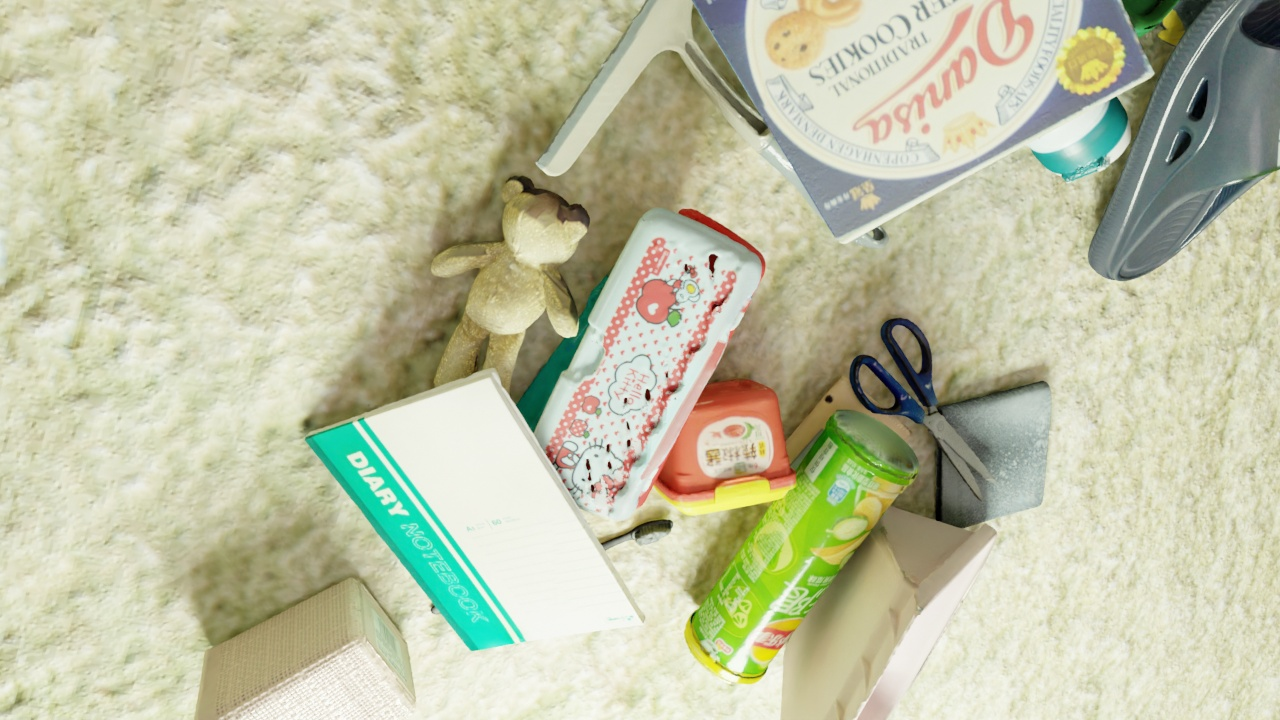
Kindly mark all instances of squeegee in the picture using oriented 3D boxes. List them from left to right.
[{"bbox_3d":[0.081,-0.149,0.590,0.246,0.039,0.246,37,79,-31],"label":"squeegee"}]

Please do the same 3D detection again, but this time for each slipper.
[{"bbox_3d":[0.392,-0.139,0.605,0.110,0.083,0.269,-19,144,-16],"label":"slipper"}]

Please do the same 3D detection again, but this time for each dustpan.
[{"bbox_3d":[0.200,0.221,0.675,0.139,0.272,0.223,22,111,0],"label":"dustpan"}]

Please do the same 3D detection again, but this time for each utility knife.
[{"bbox_3d":[-0.052,0.002,0.622,0.029,0.013,0.161,32,101,-22],"label":"utility knife"}]

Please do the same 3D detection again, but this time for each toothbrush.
[{"bbox_3d":[-0.063,0.154,0.676,0.189,0.016,0.014,-19,114,-7],"label":"toothbrush"}]

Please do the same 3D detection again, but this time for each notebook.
[{"bbox_3d":[-0.106,0.110,0.605,0.151,0.012,0.209,-17,116,24],"label":"notebook"}]

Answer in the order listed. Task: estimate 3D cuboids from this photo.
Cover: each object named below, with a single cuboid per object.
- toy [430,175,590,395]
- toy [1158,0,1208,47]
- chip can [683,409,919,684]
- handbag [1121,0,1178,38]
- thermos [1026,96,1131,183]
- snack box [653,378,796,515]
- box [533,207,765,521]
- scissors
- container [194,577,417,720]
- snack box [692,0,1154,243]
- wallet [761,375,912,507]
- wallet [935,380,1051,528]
[{"bbox_3d":[-0.082,-0.034,0.577,0.105,0.066,0.157,31,108,18],"label":"toy"},{"bbox_3d":[0.384,-0.281,0.609,0.356,0.092,0.137,32,71,-26],"label":"toy"},{"bbox_3d":[0.115,0.137,0.671,0.072,0.072,0.222,20,114,-23],"label":"chip can"},{"bbox_3d":[0.258,-0.239,0.540,0.131,0.068,0.120,-41,99,-31],"label":"handbag"},{"bbox_3d":[0.242,-0.206,0.602,0.224,0.073,0.073,35,97,-26],"label":"thermos"},{"bbox_3d":[0.054,0.057,0.643,0.091,0.082,0.080,-9,99,-15],"label":"snack box"},{"bbox_3d":[-0.005,0.004,0.571,0.091,0.094,0.202,7,117,-45],"label":"box"},{"bbox_3d":[0.215,0.050,0.696,0.128,0.012,0.173,-19,98,-24],"label":"scissors"},{"bbox_3d":[-0.218,0.216,0.614,0.111,0.090,0.090,-30,116,-7],"label":"container"},{"bbox_3d":[0.143,-0.184,0.488,0.178,0.045,0.182,-28,108,25],"label":"snack box"},{"bbox_3d":[0.148,0.078,0.707,0.087,0.024,0.115,37,97,-21],"label":"wallet"},{"bbox_3d":[0.287,0.080,0.753,0.097,0.019,0.121,-13,115,-10],"label":"wallet"}]
